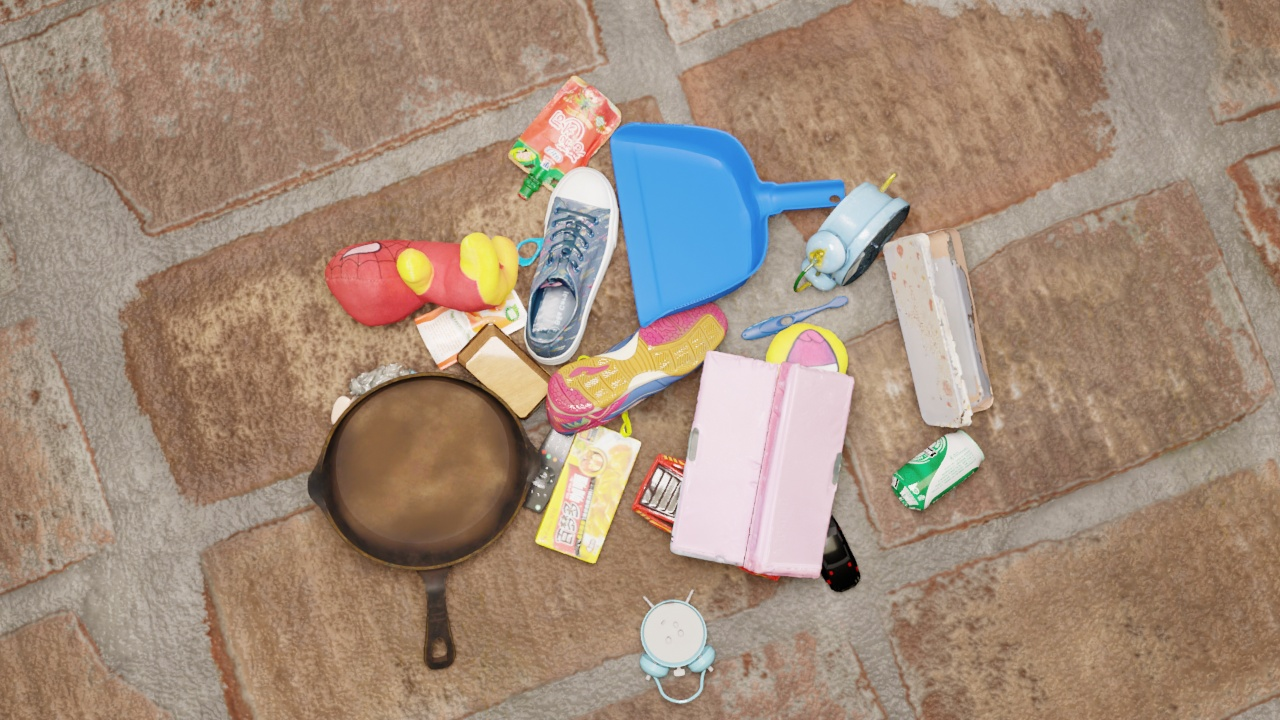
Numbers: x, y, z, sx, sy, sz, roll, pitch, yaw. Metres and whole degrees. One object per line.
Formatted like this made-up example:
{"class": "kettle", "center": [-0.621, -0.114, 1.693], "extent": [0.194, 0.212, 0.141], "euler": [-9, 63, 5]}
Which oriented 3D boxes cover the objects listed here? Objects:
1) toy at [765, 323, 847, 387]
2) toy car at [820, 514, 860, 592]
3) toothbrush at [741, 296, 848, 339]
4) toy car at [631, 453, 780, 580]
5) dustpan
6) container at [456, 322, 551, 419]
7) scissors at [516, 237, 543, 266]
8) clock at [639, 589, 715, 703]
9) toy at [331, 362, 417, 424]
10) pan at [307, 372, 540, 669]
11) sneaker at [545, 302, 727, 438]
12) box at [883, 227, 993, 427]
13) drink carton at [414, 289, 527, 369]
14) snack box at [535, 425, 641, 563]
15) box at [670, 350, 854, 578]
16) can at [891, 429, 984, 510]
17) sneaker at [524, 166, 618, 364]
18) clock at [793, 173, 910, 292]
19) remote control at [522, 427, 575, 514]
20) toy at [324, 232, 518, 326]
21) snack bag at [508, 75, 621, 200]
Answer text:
{"class": "toy", "center": [0.193, 0.003, 1.065], "extent": [0.095, 0.041, 0.094], "euler": [1, 82, -2]}
{"class": "toy car", "center": [0.221, 0.222, 1.054], "extent": [0.042, 0.036, 0.091], "euler": [-25, 87, 0]}
{"class": "toothbrush", "center": [0.182, -0.050, 1.082], "extent": [0.132, 0.016, 0.021], "euler": [-20, 86, 3]}
{"class": "toy car", "center": [0.088, 0.180, 1.052], "extent": [0.189, 0.056, 0.081], "euler": [27, 89, 0]}
{"class": "dustpan", "center": [0.111, -0.172, 1.055], "extent": [0.257, 0.060, 0.245], "euler": [-6, 73, -11]}
{"class": "container", "center": [-0.152, 0.016, 1.051], "extent": [0.114, 0.061, 0.063], "euler": [44, 88, -11]}
{"class": "scissors", "center": [-0.082, -0.145, 1.096], "extent": [0.110, 0.015, 0.132], "euler": [44, 84, 7]}
{"class": "clock", "center": [0.041, 0.330, 1.050], "extent": [0.087, 0.042, 0.123], "euler": [-8, 85, 1]}
{"class": "toy", "center": [-0.297, 0.091, 1.056], "extent": [0.132, 0.076, 0.176], "euler": [29, 86, -13]}
{"class": "pan", "center": [-0.237, 0.181, 1.034], "extent": [0.248, 0.043, 0.356], "euler": [-5, 105, -18]}
{"class": "sneaker", "center": [-0.006, 0.007, 1.049], "extent": [0.241, 0.091, 0.116], "euler": [-28, 62, -24]}
{"class": "box", "center": [0.344, -0.040, 1.035], "extent": [0.107, 0.095, 0.216], "euler": [-17, 95, -29]}
{"class": "drink carton", "center": [-0.197, -0.047, 1.084], "extent": [0.122, 0.039, 0.069], "euler": [-28, 87, -6]}
{"class": "snack box", "center": [-0.061, 0.151, 1.065], "extent": [0.075, 0.025, 0.152], "euler": [22, 88, -7]}
{"class": "box", "center": [0.138, 0.115, 1.004], "extent": [0.179, 0.059, 0.233], "euler": [9, 90, -10]}
{"class": "can", "center": [0.338, 0.126, 1.048], "extent": [0.101, 0.053, 0.053], "euler": [-36, 87, -1]}
{"class": "sneaker", "center": [-0.079, -0.112, 1.043], "extent": [0.087, 0.079, 0.235], "euler": [12, 83, 2]}
{"class": "clock", "center": [0.234, -0.132, 1.035], "extent": [0.060, 0.118, 0.162], "euler": [43, 79, 14]}
{"class": "remote control", "center": [-0.105, 0.117, 1.080], "extent": [0.039, 0.010, 0.124], "euler": [25, 88, 3]}
{"class": "toy", "center": [-0.250, -0.093, 1.030], "extent": [0.216, 0.147, 0.098], "euler": [-6, 87, 12]}
{"class": "snack bag", "center": [-0.096, -0.256, 1.092], "extent": [0.087, 0.044, 0.155], "euler": [38, 94, -7]}
